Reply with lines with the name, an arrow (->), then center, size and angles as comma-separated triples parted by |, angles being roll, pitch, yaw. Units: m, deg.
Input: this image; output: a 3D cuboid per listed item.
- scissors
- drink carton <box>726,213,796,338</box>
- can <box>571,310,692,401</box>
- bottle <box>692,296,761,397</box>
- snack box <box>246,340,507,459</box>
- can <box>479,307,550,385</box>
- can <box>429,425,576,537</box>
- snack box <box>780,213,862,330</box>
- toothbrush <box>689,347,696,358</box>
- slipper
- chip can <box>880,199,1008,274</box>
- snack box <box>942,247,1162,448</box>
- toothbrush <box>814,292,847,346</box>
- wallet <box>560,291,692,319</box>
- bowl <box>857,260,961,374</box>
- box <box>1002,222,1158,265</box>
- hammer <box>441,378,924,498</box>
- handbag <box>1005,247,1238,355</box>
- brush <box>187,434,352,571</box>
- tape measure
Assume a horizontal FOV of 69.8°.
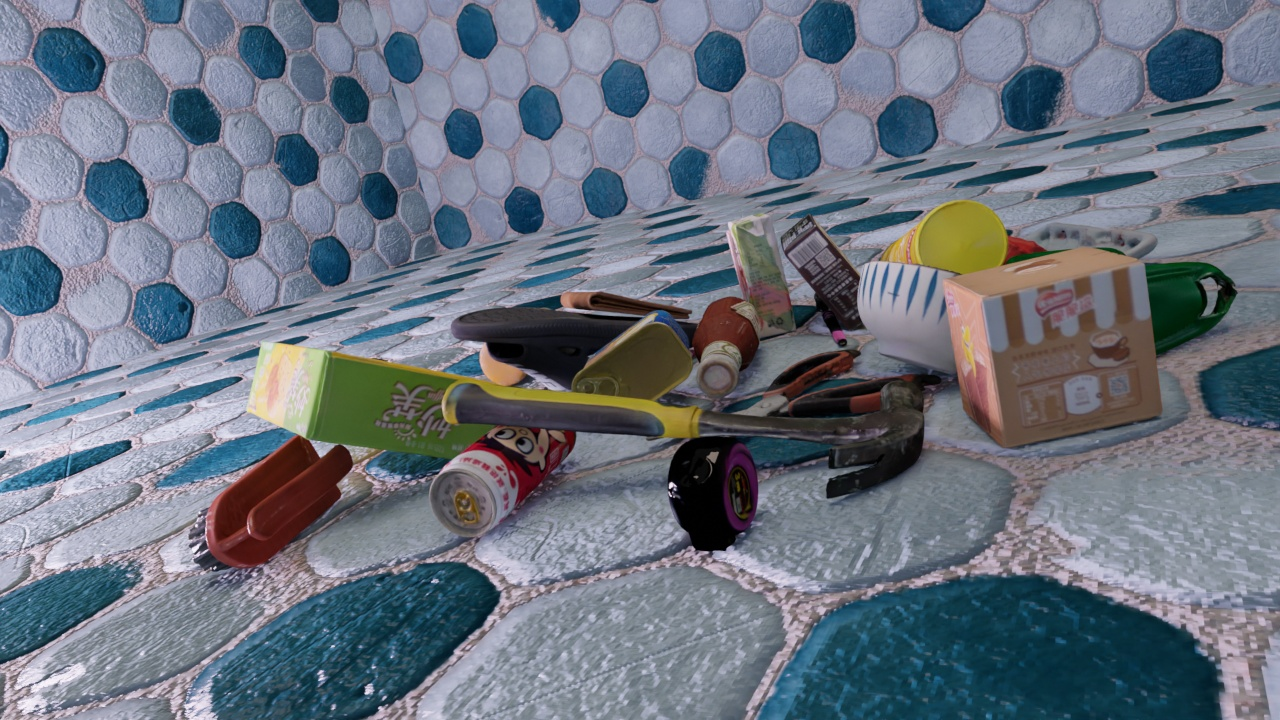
scissors -> 0.114, 0.030, 0.705 | 0.226, 0.015, 0.188 | -11, 14, 10
drink carton -> 0.123, -0.088, 0.952 | 0.045, 0.122, 0.053 | -15, 14, 1
can -> -0.005, 0.005, 0.795 | 0.102, 0.057, 0.083 | -36, 8, 10
bottle -> 0.076, -0.012, 0.821 | 0.060, 0.060, 0.205 | -11, 13, 11
snack box -> -0.232, 0.034, 0.789 | 0.157, 0.070, 0.210 | 13, -4, -35
can -> -0.134, -0.019, 1.069 | 0.058, 0.058, 0.145 | -10, 14, 16
can -> -0.095, 0.074, 0.655 | 0.053, 0.053, 0.132 | -8, 14, 22
snack box -> 0.200, -0.086, 0.928 | 0.053, 0.125, 0.113 | -39, 7, 15
toothbrush -> 0.049, -0.010, 0.933 | 0.016, 0.017, 0.187 | -3, 18, 36
slipper -> -0.058, -0.008, 0.930 | 0.267, 0.083, 0.111 | 0, 7, -31
chip can -> 0.264, -0.092, 0.825 | 0.072, 0.072, 0.213 | -12, 0, 6
snack box -> 0.248, -0.010, 0.561 | 0.093, 0.094, 0.077 | -13, 13, 5
toothbrush -> 0.191, -0.043, 0.928 | 0.014, 0.018, 0.189 | -22, 13, 10
wallet -> -0.016, -0.057, 0.967 | 0.115, 0.020, 0.101 | 7, 2, -21
bowl -> 0.217, -0.028, 0.688 | 0.116, 0.066, 0.116 | 16, 1, 0
box -> 0.376, -0.102, 0.883 | 0.154, 0.074, 0.201 | -1, 13, -1
hammer -> 0.018, 0.039, 0.607 | 0.324, 0.032, 0.125 | 3, 19, 17
handbag -> 0.345, -0.050, 0.681 | 0.120, 0.068, 0.131 | -16, 14, -12
brush -> -0.272, 0.106, 0.686 | 0.069, 0.063, 0.145 | -24, 11, 16
tape measure -> 0.039, 0.072, 0.518 | 0.039, 0.057, 0.057 | -7, 23, 31
